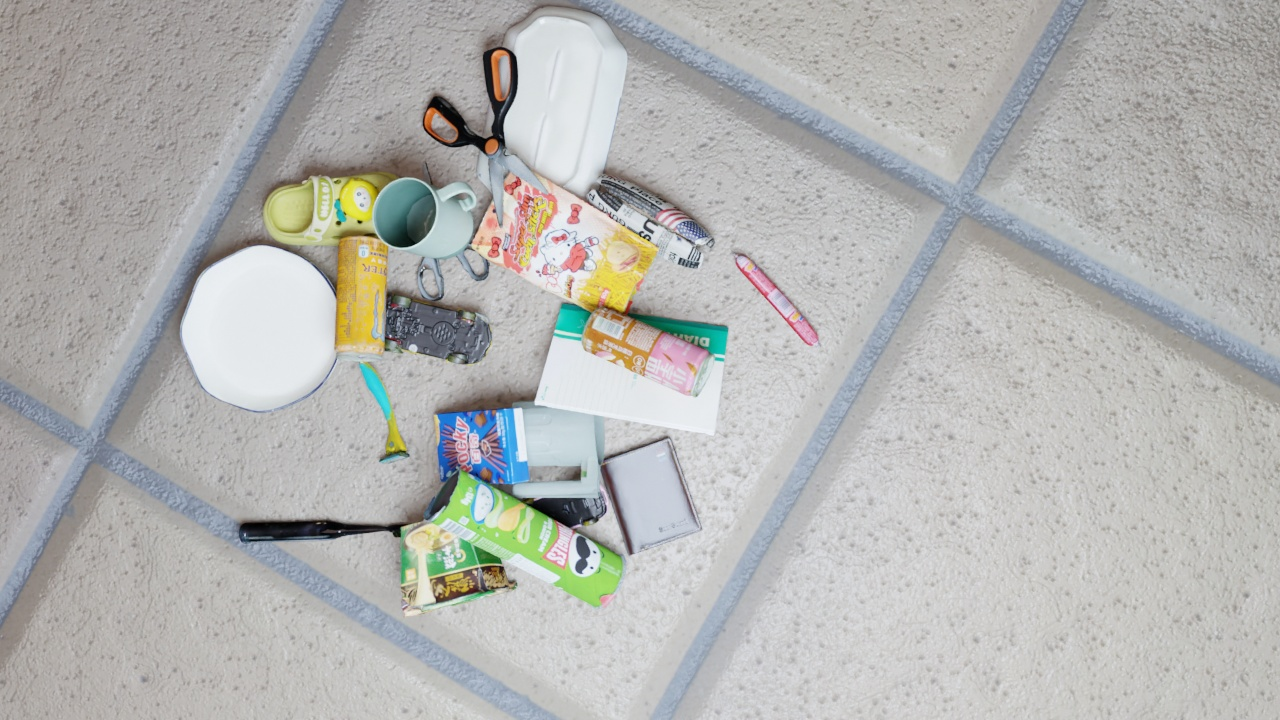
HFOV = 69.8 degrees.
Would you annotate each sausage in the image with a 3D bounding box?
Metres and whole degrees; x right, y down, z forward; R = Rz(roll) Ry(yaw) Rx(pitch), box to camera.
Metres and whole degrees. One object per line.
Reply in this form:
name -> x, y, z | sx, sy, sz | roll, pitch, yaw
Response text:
sausage -> 0.165, -0.074, 1.107 | 0.020, 0.020, 0.156 | -42, 87, 3

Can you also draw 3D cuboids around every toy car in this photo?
toy car -> -0.254, -0.035, 1.128 | 0.156, 0.041, 0.071 | 12, 90, 10
toy car -> -0.096, 0.181, 1.117 | 0.122, 0.037, 0.056 | -20, 89, 16

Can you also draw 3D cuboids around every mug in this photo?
mug -> -0.099, 0.103, 1.085 | 0.103, 0.084, 0.123 | -2, 63, 6
mug -> -0.240, -0.171, 1.078 | 0.112, 0.106, 0.082 | -32, 80, 13

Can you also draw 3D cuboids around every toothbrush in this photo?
toothbrush -> -0.393, 0.214, 1.146 | 0.213, 0.026, 0.027 | -2, 124, 3

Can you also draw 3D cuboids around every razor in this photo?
razor -> -0.321, 0.062, 1.139 | 0.043, 0.028, 0.132 | -19, 90, 35

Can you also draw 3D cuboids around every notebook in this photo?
notebook -> -0.006, 0.006, 1.084 | 0.209, 0.012, 0.150 | 9, 56, 4

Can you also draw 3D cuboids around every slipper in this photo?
slipper -> -0.380, -0.184, 1.122 | 0.190, 0.081, 0.091 | -4, 91, 7

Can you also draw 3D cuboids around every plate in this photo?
plate -> -0.111, -0.307, 1.124 | 0.162, 0.034, 0.265 | 13, 90, 5
plate -> -0.464, -0.038, 1.144 | 0.205, 0.045, 0.205 | 0, 90, 3

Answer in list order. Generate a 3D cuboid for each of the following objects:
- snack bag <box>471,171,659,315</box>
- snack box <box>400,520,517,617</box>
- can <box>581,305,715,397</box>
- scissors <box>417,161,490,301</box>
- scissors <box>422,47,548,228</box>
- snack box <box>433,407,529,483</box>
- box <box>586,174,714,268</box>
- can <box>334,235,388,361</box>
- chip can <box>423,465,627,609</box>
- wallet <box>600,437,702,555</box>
snack bag -> -0.090, -0.136, 1.098 | 0.208, 0.073, 0.129 | 29, 109, 3
snack box -> -0.224, 0.238, 1.094 | 0.117, 0.118, 0.105 | -15, 78, 4
can -> 0.008, -0.011, 1.052 | 0.147, 0.058, 0.058 | 24, 91, 13
scissors -> -0.254, -0.155, 1.145 | 0.159, 0.014, 0.172 | 21, 90, 5
scissors -> -0.184, -0.268, 1.101 | 0.224, 0.021, 0.221 | 9, 87, 29
snack box -> -0.190, 0.101, 1.081 | 0.157, 0.026, 0.084 | -7, 89, 47
box -> 0.018, -0.178, 1.097 | 0.163, 0.074, 0.079 | 33, 84, 6
can -> -0.335, -0.074, 1.102 | 0.058, 0.058, 0.146 | 0, 84, 4
chip can -> -0.129, 0.206, 1.055 | 0.236, 0.072, 0.072 | 32, 92, -20
wallet -> 0.011, 0.165, 1.118 | 0.096, 0.020, 0.122 | -19, 90, 4
